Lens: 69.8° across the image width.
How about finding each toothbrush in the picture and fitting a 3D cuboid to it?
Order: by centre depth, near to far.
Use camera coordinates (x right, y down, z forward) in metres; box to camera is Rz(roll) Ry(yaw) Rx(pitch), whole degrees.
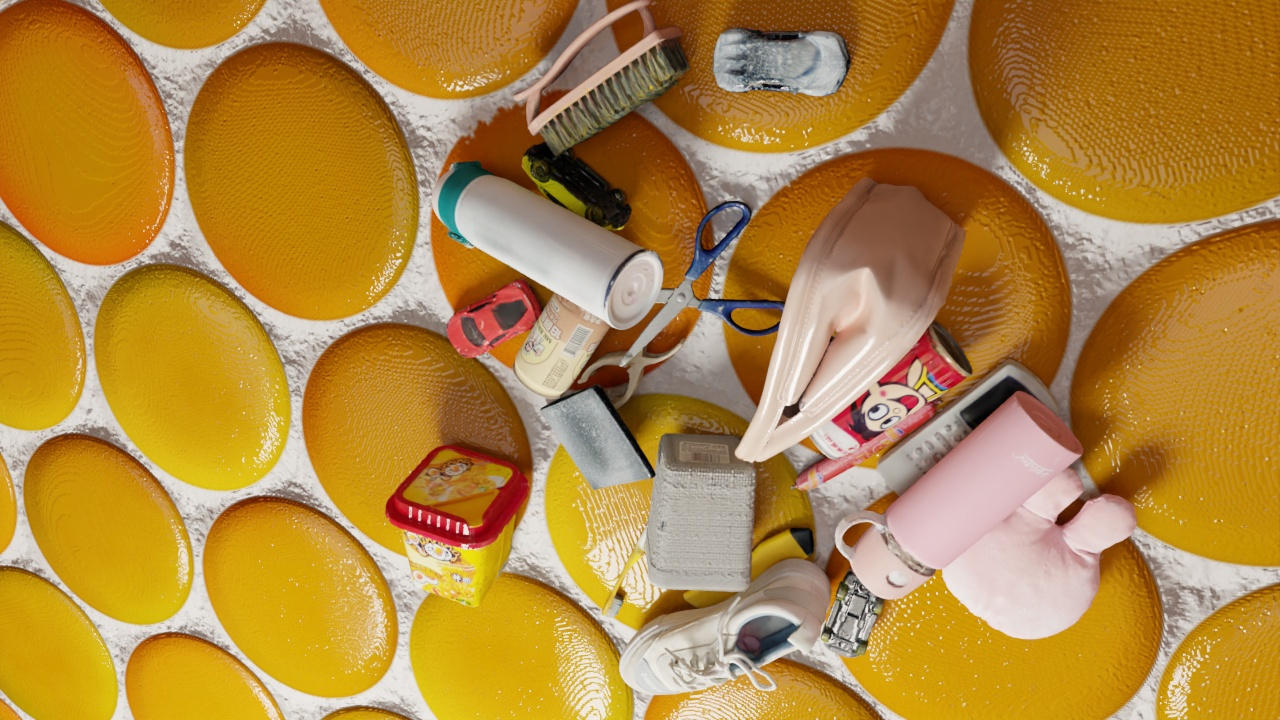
[{"bbox_3d":[0.003,0.185,0.898,0.018,0.016,0.192,25,116,-2],"label":"toothbrush"}]

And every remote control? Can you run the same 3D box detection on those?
[{"bbox_3d":[0.267,0.064,0.756,0.058,0.021,0.150,44,118,0],"label":"remote control"}]

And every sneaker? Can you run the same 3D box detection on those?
[{"bbox_3d":[0.073,0.274,0.851,0.243,0.090,0.089,-36,106,29],"label":"sneaker"}]

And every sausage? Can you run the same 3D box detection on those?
[{"bbox_3d":[0.192,0.074,0.788,0.156,0.020,0.020,-37,93,27],"label":"sausage"}]

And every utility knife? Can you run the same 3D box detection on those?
[{"bbox_3d":[0.102,0.196,0.866,0.154,0.015,0.033,-36,87,28],"label":"utility knife"}]

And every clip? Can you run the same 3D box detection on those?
[{"bbox_3d":[-0.001,0.015,0.830,0.105,0.034,0.084,-20,98,17],"label":"clip"}]

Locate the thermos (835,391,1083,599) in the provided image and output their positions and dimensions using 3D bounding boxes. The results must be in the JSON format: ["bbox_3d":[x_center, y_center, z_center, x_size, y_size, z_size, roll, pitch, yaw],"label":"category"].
[{"bbox_3d":[0.243,0.108,0.729,0.087,0.067,0.199,36,118,-9],"label":"thermos"}]

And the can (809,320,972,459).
[{"bbox_3d":[0.198,0.026,0.749,0.133,0.053,0.053,-39,92,27],"label":"can"}]

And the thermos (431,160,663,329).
[{"bbox_3d":[-0.087,-0.100,0.768,0.224,0.073,0.073,30,118,30],"label":"thermos"}]

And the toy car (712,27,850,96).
[{"bbox_3d":[0.107,-0.229,0.704,0.106,0.031,0.049,7,111,17],"label":"toy car"}]

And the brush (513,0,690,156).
[{"bbox_3d":[-0.035,-0.225,0.740,0.146,0.063,0.073,-27,102,28],"label":"brush"}]

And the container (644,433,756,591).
[{"bbox_3d":[0.054,0.130,0.811,0.090,0.090,0.114,3,107,-4],"label":"container"}]

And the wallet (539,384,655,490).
[{"bbox_3d":[-0.040,0.073,0.841,0.097,0.019,0.121,57,150,-6],"label":"wallet"}]

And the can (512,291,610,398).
[{"bbox_3d":[-0.065,-0.025,0.823,0.058,0.058,0.116,37,117,4],"label":"can"}]

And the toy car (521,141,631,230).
[{"bbox_3d":[-0.056,-0.145,0.784,0.105,0.048,0.032,38,130,4],"label":"toy car"}]

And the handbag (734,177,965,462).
[{"bbox_3d":[0.140,-0.011,0.692,0.093,0.192,0.235,33,126,9],"label":"handbag"}]

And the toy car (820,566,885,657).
[{"bbox_3d":[0.194,0.229,0.833,0.042,0.035,0.091,19,114,14],"label":"toy car"}]

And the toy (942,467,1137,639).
[{"bbox_3d":[0.324,0.157,0.748,0.121,0.054,0.160,32,119,5],"label":"toy"}]

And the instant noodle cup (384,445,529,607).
[{"bbox_3d":[-0.179,0.167,0.910,0.116,0.115,0.124,15,125,14],"label":"instant noodle cup"}]

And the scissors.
[{"bbox_3d":[0.047,-0.059,0.771,0.162,0.012,0.175,23,99,-6],"label":"scissors"}]

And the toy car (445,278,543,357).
[{"bbox_3d":[-0.140,-0.036,0.863,0.106,0.031,0.049,-24,98,27],"label":"toy car"}]
